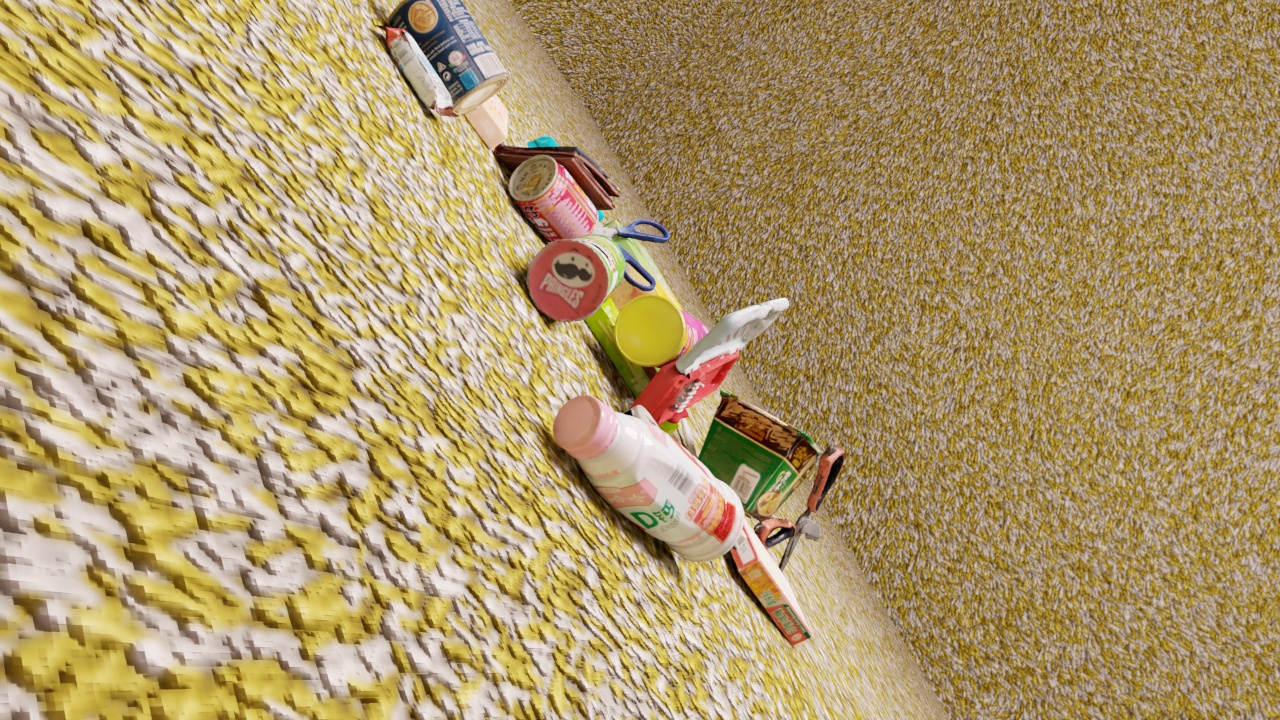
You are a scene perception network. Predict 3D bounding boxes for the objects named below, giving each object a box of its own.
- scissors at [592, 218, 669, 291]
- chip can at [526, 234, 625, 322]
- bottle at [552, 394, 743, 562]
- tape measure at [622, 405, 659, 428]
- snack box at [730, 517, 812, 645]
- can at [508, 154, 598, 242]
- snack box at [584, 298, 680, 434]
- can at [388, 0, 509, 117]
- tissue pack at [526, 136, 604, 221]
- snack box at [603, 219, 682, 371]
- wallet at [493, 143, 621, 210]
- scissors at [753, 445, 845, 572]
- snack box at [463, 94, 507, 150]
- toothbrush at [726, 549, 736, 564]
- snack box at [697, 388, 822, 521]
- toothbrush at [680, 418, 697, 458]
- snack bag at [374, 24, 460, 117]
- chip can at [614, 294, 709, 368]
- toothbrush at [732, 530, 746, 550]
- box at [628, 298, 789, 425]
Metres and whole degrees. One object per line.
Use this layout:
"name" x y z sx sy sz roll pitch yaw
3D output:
"scissors" -0.031 -0.153 1.154 0.162 0.012 0.174 -19 72 -36
"chip can" -0.057 -0.086 0.902 0.072 0.072 0.235 57 8 -6
"bottle" 0.006 0.086 0.668 0.197 0.068 0.068 43 17 -46
"tape measure" 0.002 0.072 0.792 0.066 0.033 0.066 63 8 27
"snack box" 0.133 0.230 0.971 0.156 0.027 0.077 56 8 -36
"can" -0.096 -0.174 1.010 0.094 0.066 0.066 47 13 -52
"snack box" -0.006 0.006 1.016 0.156 0.026 0.085 57 9 -5
"can" -0.192 -0.312 0.927 0.111 0.075 0.075 57 8 -7
"tissue pack" -0.105 -0.240 1.261 0.093 0.050 0.133 64 10 27
"snack box" 0.009 -0.071 1.235 0.210 0.070 0.157 60 9 13
"wallet" -0.096 -0.213 1.057 0.125 0.032 0.101 10 -20 33
"scissors" 0.190 0.182 1.074 0.015 0.189 0.225 38 9 30
"snack box" -0.191 -0.307 1.086 0.084 0.026 0.157 54 9 -26
"toothbrush" 0.060 0.158 0.905 0.189 0.017 0.014 55 11 -40
"snack box" 0.124 0.115 1.030 0.118 0.105 0.117 28 -8 30
"toothbrush" 0.051 0.083 1.117 0.016 0.016 0.180 50 13 -30
"snack bag" -0.206 -0.269 0.853 0.104 0.026 0.048 58 14 -5
"chip can" 0.031 -0.024 0.993 0.071 0.071 0.210 59 9 9
"toothbrush" 0.046 0.110 0.897 0.181 0.018 0.015 52 -1 31
"box" 0.072 -0.004 0.931 0.039 0.158 0.200 42 21 12
